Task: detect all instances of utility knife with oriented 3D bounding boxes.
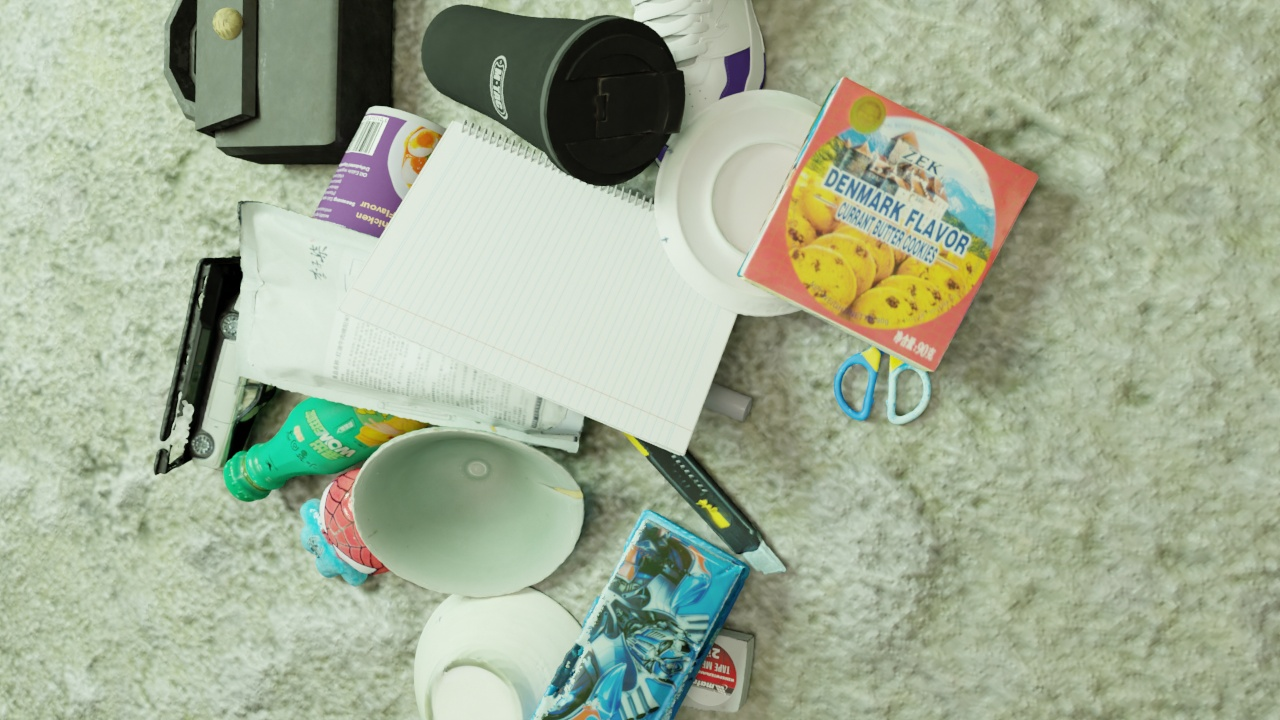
[{"bbox_3d":[0.039,0.091,0.689,0.187,0.020,0.029,46,106,13],"label":"utility knife"}]

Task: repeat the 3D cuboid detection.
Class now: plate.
[{"bbox_3d":[0.088,-0.109,0.635,0.157,0.014,0.157,0,92,-7],"label":"plate"}]

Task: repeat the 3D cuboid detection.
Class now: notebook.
[{"bbox_3d":[-0.054,-0.058,0.638,0.245,0.013,0.177,23,64,0],"label":"notebook"}]

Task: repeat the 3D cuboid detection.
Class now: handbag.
[{"bbox_3d":[-0.319,-0.269,0.769,0.200,0.102,0.197,2,91,20],"label":"handbag"}]

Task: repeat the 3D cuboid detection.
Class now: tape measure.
[{"bbox_3d":[0.052,0.228,0.684,0.060,0.020,0.062,6,92,25],"label":"tape measure"}]

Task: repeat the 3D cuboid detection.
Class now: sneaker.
[{"bbox_3d":[0.029,-0.255,0.638,0.092,0.111,0.244,-2,90,20],"label":"sneaker"}]

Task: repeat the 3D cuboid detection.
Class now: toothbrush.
[{"bbox_3d":[-0.004,0.004,0.702,0.188,0.019,0.018,22,142,18],"label":"toothbrush"}]

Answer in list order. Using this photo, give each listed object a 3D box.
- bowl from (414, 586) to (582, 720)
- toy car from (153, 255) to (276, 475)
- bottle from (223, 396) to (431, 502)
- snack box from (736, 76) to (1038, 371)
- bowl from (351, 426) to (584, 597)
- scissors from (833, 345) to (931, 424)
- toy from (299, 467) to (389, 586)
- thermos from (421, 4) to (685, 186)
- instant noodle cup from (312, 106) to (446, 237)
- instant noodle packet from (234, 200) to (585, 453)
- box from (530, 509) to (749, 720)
[{"bbox_3d":[-0.119,0.269,0.727,0.177,0.057,0.176,0,91,20],"label":"bowl"},{"bbox_3d":[-0.358,0.010,0.805,0.071,0.094,0.192,17,96,-2],"label":"toy car"},{"bbox_3d":[-0.261,0.060,0.770,0.210,0.068,0.068,-27,82,18],"label":"bottle"},{"bbox_3d":[0.159,-0.087,0.604,0.142,0.040,0.145,26,95,-1],"label":"snack box"},{"bbox_3d":[-0.131,0.103,0.720,0.174,0.067,0.174,-1,122,-1],"label":"bowl"},{"bbox_3d":[0.168,-0.019,0.644,0.070,0.022,0.130,2,96,20],"label":"scissors"},{"bbox_3d":[-0.241,0.142,0.770,0.133,0.062,0.092,-32,77,28],"label":"toy"},{"bbox_3d":[-0.075,-0.201,0.652,0.219,0.105,0.106,33,102,43],"label":"thermos"},{"bbox_3d":[-0.188,-0.125,0.723,0.137,0.121,0.122,16,86,28],"label":"instant noodle cup"},{"bbox_3d":[-0.163,-0.019,0.674,0.269,0.057,0.147,15,117,-2],"label":"instant noodle packet"},{"bbox_3d":[-0.023,0.230,0.645,0.092,0.085,0.243,26,84,25],"label":"box"}]
